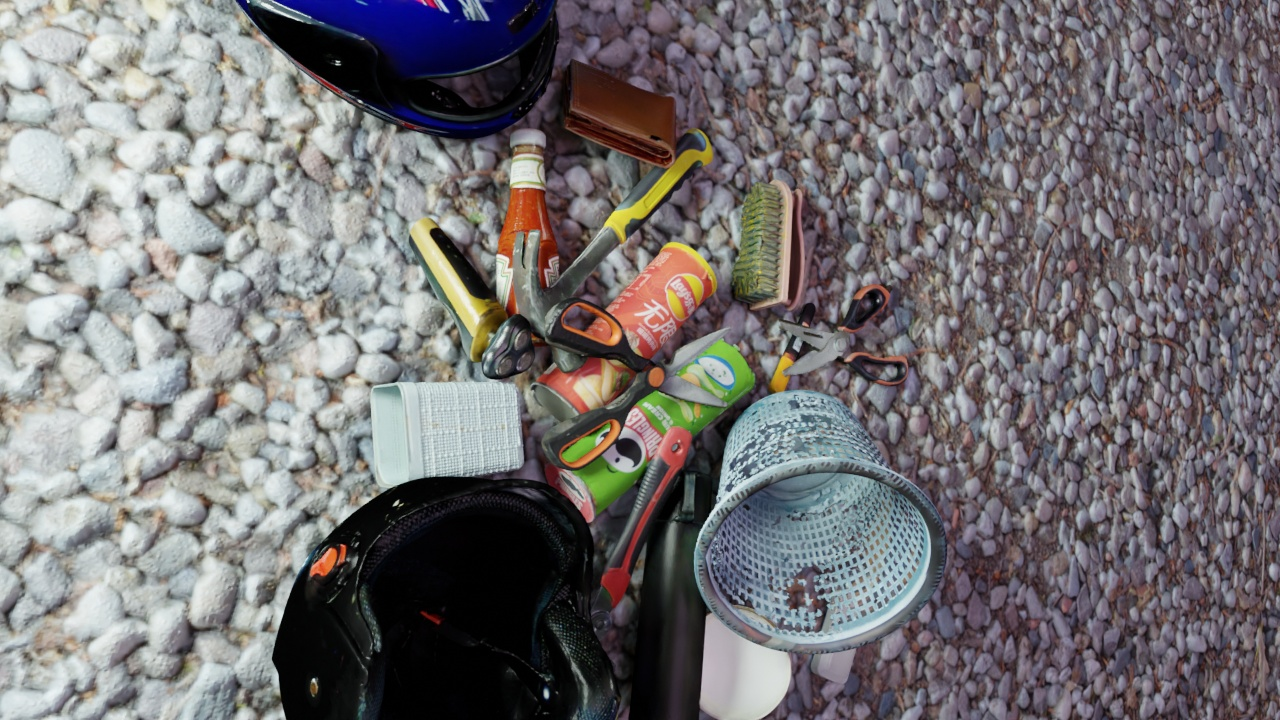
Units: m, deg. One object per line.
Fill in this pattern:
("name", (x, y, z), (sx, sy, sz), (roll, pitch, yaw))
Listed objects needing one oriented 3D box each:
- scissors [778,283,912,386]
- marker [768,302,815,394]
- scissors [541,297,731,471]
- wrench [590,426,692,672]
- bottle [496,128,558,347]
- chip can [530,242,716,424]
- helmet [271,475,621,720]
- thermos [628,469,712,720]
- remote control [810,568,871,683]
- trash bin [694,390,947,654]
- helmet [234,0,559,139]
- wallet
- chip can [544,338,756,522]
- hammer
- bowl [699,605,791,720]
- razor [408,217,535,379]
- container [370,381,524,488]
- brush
("scissors", (0.249, -0.022, 1.087), (0.189, 0.015, 0.225), (51, 61, -19))
("marker", (0.175, -0.014, 1.054), (0.018, 0.015, 0.123), (36, 67, -24))
("scissors", (-0.009, 0.019, 0.852), (0.221, 0.022, 0.228), (44, 75, -33))
("wrench", (-0.011, 0.191, 0.885), (0.056, 0.016, 0.273), (17, 95, -32))
("bottle", (-0.107, -0.116, 0.874), (0.059, 0.060, 0.206), (2, 85, -30))
("chip can", (-0.014, -0.025, 0.912), (0.216, 0.073, 0.073), (-47, 108, -24))
("helmet", (-0.157, 0.205, 0.709), (0.233, 0.230, 0.274), (23, 87, -41))
("thermos", (0.032, 0.229, 0.898), (0.068, 0.090, 0.242), (5, 75, 2))
("remote control", (0.234, 0.306, 1.056), (0.049, 0.024, 0.124), (28, 72, -26))
("trash bin", (0.164, 0.139, 0.908), (0.226, 0.194, 0.227), (1, 118, 1))
("helmet", (-0.183, -0.327, 0.745), (0.315, 0.241, 0.247), (30, 74, -25))
("wallet", (-0.019, -0.250, 0.921), (0.124, 0.032, 0.101), (16, 45, -20))
("chip can", (0.014, 0.065, 0.922), (0.235, 0.072, 0.072), (-36, 103, -28))
("hammer", (-0.017, -0.138, 0.903), (0.322, 0.032, 0.126), (-52, 124, -36))
("bowl", (0.103, 0.310, 0.946), (0.062, 0.113, 0.113), (36, 62, -68))
("razor", (-0.153, -0.059, 0.821), (0.167, 0.068, 0.062), (54, 33, 13))
("container", (-0.169, 0.063, 0.809), (0.111, 0.090, 0.090), (-2, 88, -33))
("brush", (0.148, -0.130, 1.019), (0.073, 0.063, 0.145), (10, 79, -25))
